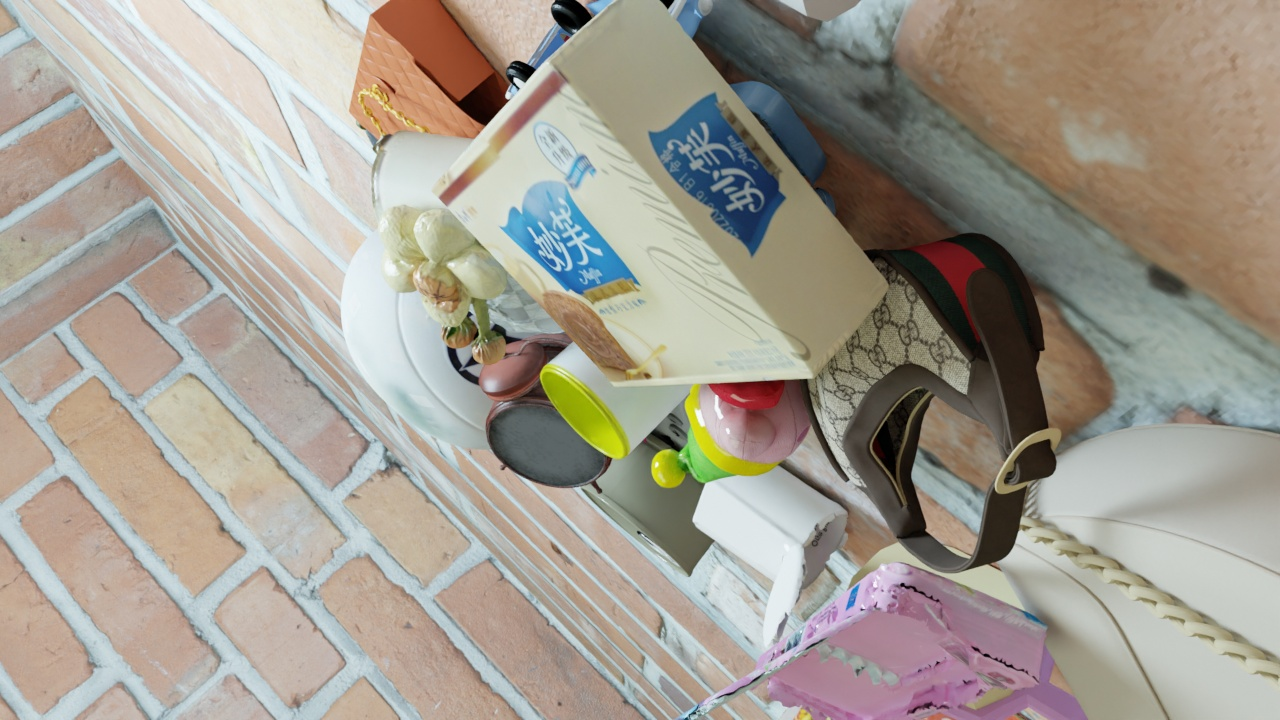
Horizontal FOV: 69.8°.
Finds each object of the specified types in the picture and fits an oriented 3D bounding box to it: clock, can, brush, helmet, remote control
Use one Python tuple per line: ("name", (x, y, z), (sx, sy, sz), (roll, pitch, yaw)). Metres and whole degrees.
("clock", (-0.065, 0.035, 0.729), (0.120, 0.072, 0.158), (13, 136, 5))
("can", (0.017, 0.129, 0.839), (0.128, 0.073, 0.128), (38, 168, 10))
("brush", (0.219, 0.180, 0.537), (0.229, 0.089, 0.043), (24, 145, 53))
("helmet", (-0.174, -0.010, 0.866), (0.237, 0.163, 0.264), (20, 147, 53))
("remote control", (0.016, 0.031, 0.770), (0.074, 0.019, 0.151), (30, 154, 37))

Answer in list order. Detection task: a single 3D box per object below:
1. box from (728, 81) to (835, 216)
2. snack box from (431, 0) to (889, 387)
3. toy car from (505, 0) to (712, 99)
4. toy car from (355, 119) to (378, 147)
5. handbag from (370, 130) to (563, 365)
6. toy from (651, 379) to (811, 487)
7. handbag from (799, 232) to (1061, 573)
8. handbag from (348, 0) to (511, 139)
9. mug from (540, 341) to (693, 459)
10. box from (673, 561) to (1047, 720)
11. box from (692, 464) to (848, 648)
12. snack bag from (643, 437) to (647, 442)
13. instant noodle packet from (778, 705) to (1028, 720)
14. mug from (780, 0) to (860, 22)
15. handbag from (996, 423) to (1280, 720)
("box", (0.022, -0.091, 0.507), (0.210, 0.049, 0.120), (15, 129, 55))
("snack box", (-0.007, -0.060, 0.426), (0.153, 0.055, 0.208), (47, 161, -15))
("toy car", (-0.017, -0.148, 0.454), (0.054, 0.056, 0.153), (37, 172, -30))
("toy car", (-0.213, -0.184, 0.804), (0.048, 0.033, 0.105), (44, 167, 20))
("handbag", (-0.102, -0.066, 0.619), (0.113, 0.123, 0.171), (11, 155, 23))
("toy", (0.056, 0.025, 0.544), (0.097, 0.123, 0.132), (9, 132, 12))
("handbag", (0.128, 0.022, 0.405), (0.167, 0.063, 0.138), (108, 147, -66))
("handbag", (-0.159, -0.181, 0.677), (0.109, 0.060, 0.172), (47, 160, -11))
("mug", (-0.004, 0.004, 0.637), (0.082, 0.106, 0.083), (40, 159, 19))
("box", (0.094, 0.168, 0.503), (0.231, 0.158, 0.066), (108, 160, -60))
("box", (0.087, 0.131, 0.661), (0.137, 0.143, 0.083), (31, 112, 31))
("snack bag", (-0.042, -0.017, 0.768), (0.070, 0.016, 0.197), (39, 157, 54))
("instant noodle packet", (0.177, 0.336, 0.728), (0.164, 0.220, 0.084), (32, 157, 34))
("mug", (0.029, -0.157, 0.286), (0.089, 0.105, 0.074), (39, 145, 21))
("handbag", (0.253, 0.129, 0.372), (0.210, 0.103, 0.209), (56, 162, -18))
